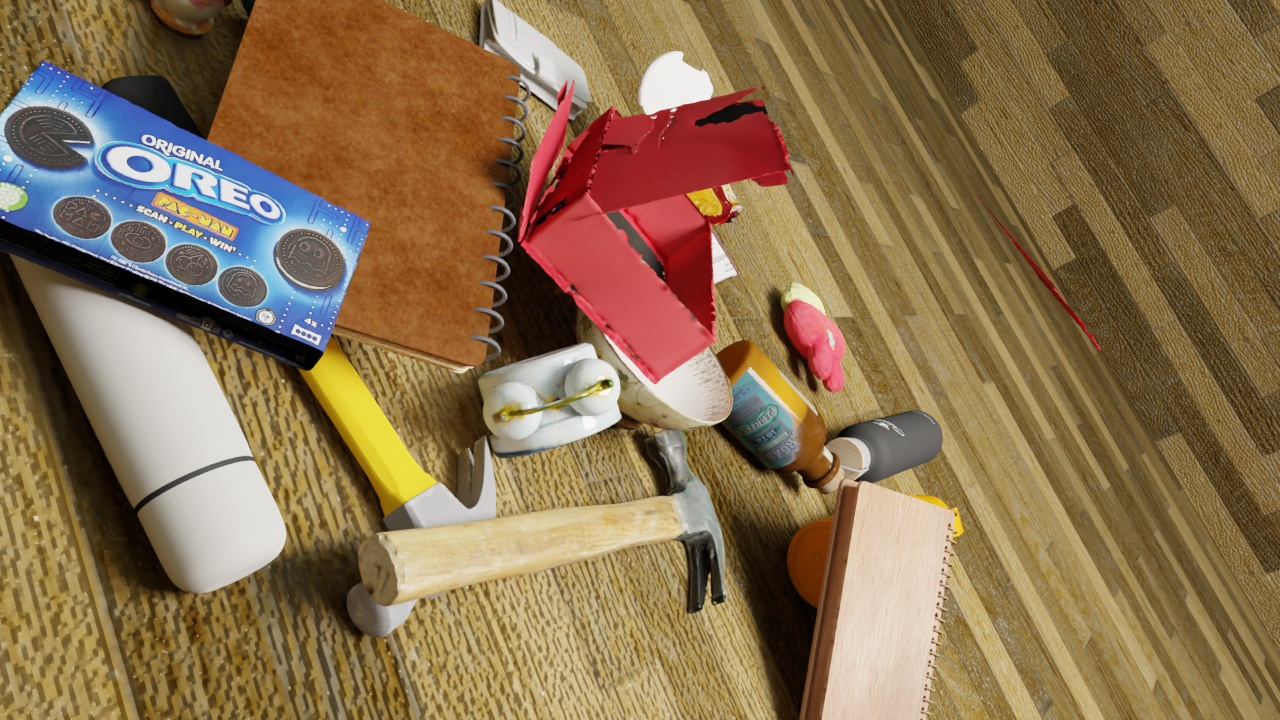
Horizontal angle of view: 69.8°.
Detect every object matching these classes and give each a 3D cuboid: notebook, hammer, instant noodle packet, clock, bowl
[{"bbox_3d":[0.189,0.210,0.711,0.169,0.022,0.210,21,77,-43],"label":"notebook"},{"bbox_3d":[-0.035,0.106,0.553,0.329,0.033,0.132,7,60,-60],"label":"hammer"},{"bbox_3d":[-0.185,-0.017,0.499,0.323,0.029,0.126,57,32,1],"label":"hammer"},{"bbox_3d":[0.049,-0.201,0.960,0.098,0.040,0.135,-16,77,-57],"label":"instant noodle packet"},{"bbox_3d":[-0.146,-0.110,0.510,0.167,0.024,0.225,19,56,-27],"label":"notebook"},{"bbox_3d":[-0.054,0.026,0.556,0.118,0.083,0.057,-178,-109,-78],"label":"clock"},{"bbox_3d":[-0.004,0.004,0.675,0.145,0.063,0.145,38,26,-23],"label":"bowl"}]

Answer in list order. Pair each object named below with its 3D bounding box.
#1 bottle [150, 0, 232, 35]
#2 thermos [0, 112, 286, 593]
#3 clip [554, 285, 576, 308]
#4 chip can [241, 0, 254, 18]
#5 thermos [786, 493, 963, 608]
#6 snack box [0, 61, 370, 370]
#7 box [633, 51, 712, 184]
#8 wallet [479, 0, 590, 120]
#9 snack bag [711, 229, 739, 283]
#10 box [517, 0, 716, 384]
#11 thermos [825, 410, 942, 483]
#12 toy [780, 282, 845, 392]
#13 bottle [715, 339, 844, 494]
[{"bbox_3d":[-0.247,-0.239,0.527,0.063,0.109,0.063,28,40,-27],"label":"bottle"},{"bbox_3d":[-0.226,-0.004,0.406,0.052,0.052,0.224,-20,79,-57],"label":"thermos"},{"bbox_3d":[-0.048,-0.066,0.714,0.049,0.054,0.044,-22,99,-32],"label":"clip"},{"bbox_3d":[-0.180,-0.147,0.574,0.075,0.076,0.223,-7,69,-55],"label":"chip can"},{"bbox_3d":[0.226,0.167,0.827,0.232,0.091,0.076,0,103,-53],"label":"thermos"},{"bbox_3d":[-0.201,-0.061,0.401,0.150,0.027,0.082,26,51,-26],"label":"snack box"},{"bbox_3d":[0.014,-0.174,0.794,0.083,0.144,0.137,14,48,-28],"label":"box"},{"bbox_3d":[-0.095,-0.280,0.842,0.116,0.032,0.086,23,43,-41],"label":"wallet"},{"bbox_3d":[0.052,-0.093,0.892,0.057,0.013,0.157,59,32,0],"label":"snack bag"},{"bbox_3d":[-0.057,-0.245,0.563,0.214,0.141,0.511,-83,151,-61],"label":"box"},{"bbox_3d":[0.245,0.091,0.945,0.230,0.061,0.061,-4,66,-54],"label":"thermos"},{"bbox_3d":[0.186,-0.026,0.983,0.091,0.045,0.135,28,37,-42],"label":"toy"},{"bbox_3d":[0.121,0.057,0.802,0.157,0.068,0.067,45,34,-18],"label":"bottle"}]
